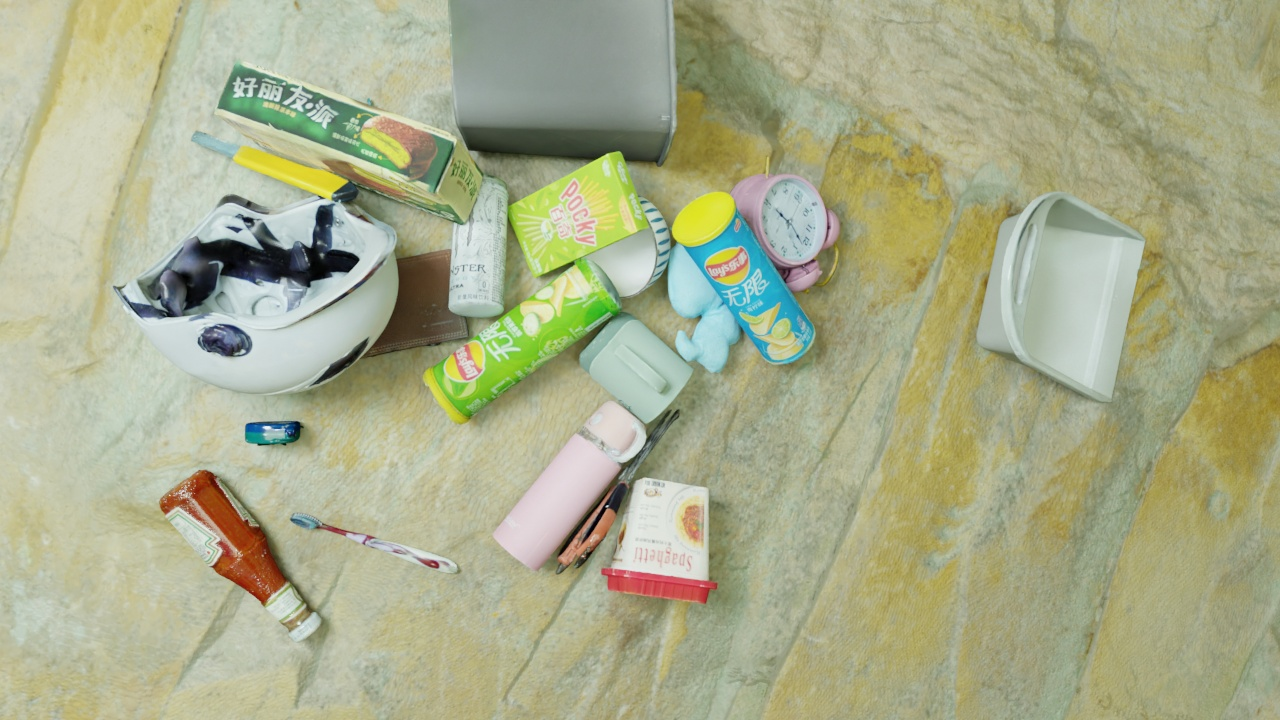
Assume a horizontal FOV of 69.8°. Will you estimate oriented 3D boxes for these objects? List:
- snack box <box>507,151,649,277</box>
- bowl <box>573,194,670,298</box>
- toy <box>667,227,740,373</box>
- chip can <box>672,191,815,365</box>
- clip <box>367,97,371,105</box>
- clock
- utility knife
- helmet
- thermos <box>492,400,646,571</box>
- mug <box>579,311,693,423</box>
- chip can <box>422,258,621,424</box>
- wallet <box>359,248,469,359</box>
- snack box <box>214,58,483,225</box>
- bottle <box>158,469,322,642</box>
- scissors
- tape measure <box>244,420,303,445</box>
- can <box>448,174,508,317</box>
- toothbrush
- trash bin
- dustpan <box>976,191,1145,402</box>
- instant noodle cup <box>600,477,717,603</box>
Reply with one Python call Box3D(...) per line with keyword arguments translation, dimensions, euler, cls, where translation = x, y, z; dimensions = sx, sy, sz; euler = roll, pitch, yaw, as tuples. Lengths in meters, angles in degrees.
Box3D(translation=(-0.070, -0.153, 0.978), dimensions=(0.026, 0.157, 0.086), euler=(-27, 97, -52), cls="snack box")
Box3D(translation=(-0.014, -0.132, 1.010), dimensions=(0.066, 0.117, 0.116), euler=(-31, 97, -51), cls="bowl")
Box3D(translation=(0.071, -0.078, 1.035), dimensions=(0.156, 0.050, 0.161), euler=(53, 54, -28), cls="toy")
Box3D(translation=(0.116, -0.084, 0.994), dimensions=(0.071, 0.071, 0.210), euler=(-46, 129, -7), cls="chip can")
Box3D(translation=(-0.295, -0.255, 0.997), dimensions=(0.034, 0.013, 0.055), euler=(-25, 92, -9), cls="clip")
Box3D(translation=(0.168, -0.145, 1.044), dimensions=(0.158, 0.060, 0.117), euler=(38, 70, -28), cls="clock")
Box3D(translation=(-0.377, -0.199, 0.936), dimensions=(0.218, 0.015, 0.033), euler=(22, 44, 18), cls="utility knife")
Box3D(translation=(-0.349, -0.050, 0.895), dimensions=(0.259, 0.228, 0.146), euler=(3, 129, 10), cls="helmet")
Box3D(translation=(-0.070, 0.137, 1.002), dimensions=(0.198, 0.087, 0.067), euler=(-49, 123, -6), cls="thermos")
Box3D(translation=(-0.006, 0.006, 0.999), dimensions=(0.106, 0.112, 0.082), euler=(42, 88, -6), cls="mug")
Box3D(translation=(-0.122, -0.022, 0.976), dimensions=(0.221, 0.072, 0.072), euler=(-35, 96, 4), cls="chip can")
Box3D(translation=(-0.254, -0.061, 0.996), dimensions=(0.124, 0.032, 0.101), euler=(-12, 95, -9), cls="wallet")
Box3D(translation=(-0.286, -0.215, 0.918), dimensions=(0.240, 0.114, 0.063), euler=(20, 85, 7), cls="snack box")
Box3D(translation=(-0.410, 0.206, 0.954), dimensions=(0.059, 0.060, 0.206), euler=(-38, 99, -8), cls="bottle")
Box3D(translation=(-0.024, 0.144, 1.007), dimensions=(0.015, 0.212, 0.198), euler=(38, 119, -6), cls="scissors")
Box3D(translation=(-0.384, 0.077, 0.958), dimensions=(0.054, 0.058, 0.025), euler=(-1, 90, -12), cls="tape measure")
Box3D(translation=(-0.173, -0.121, 0.982), dimensions=(0.058, 0.058, 0.146), euler=(3, 77, -10), cls="can")
Box3D(translation=(-0.288, 0.199, 0.996), dimensions=(0.187, 0.017, 0.016), euler=(21, 87, -9), cls="toothbrush")
Box3D(translation=(-0.079, -0.310, 0.953), dimensions=(0.219, 0.199, 0.198), euler=(-2, 89, -4), cls="trash bin")
Box3D(translation=(0.509, -0.080, 1.079), dimensions=(0.257, 0.143, 0.222), euler=(13, 88, -9), cls="dustpan")
Box3D(translation=(0.025, 0.198, 1.012), dimensions=(0.116, 0.117, 0.124), euler=(11, 75, -10), cls="instant noodle cup")
